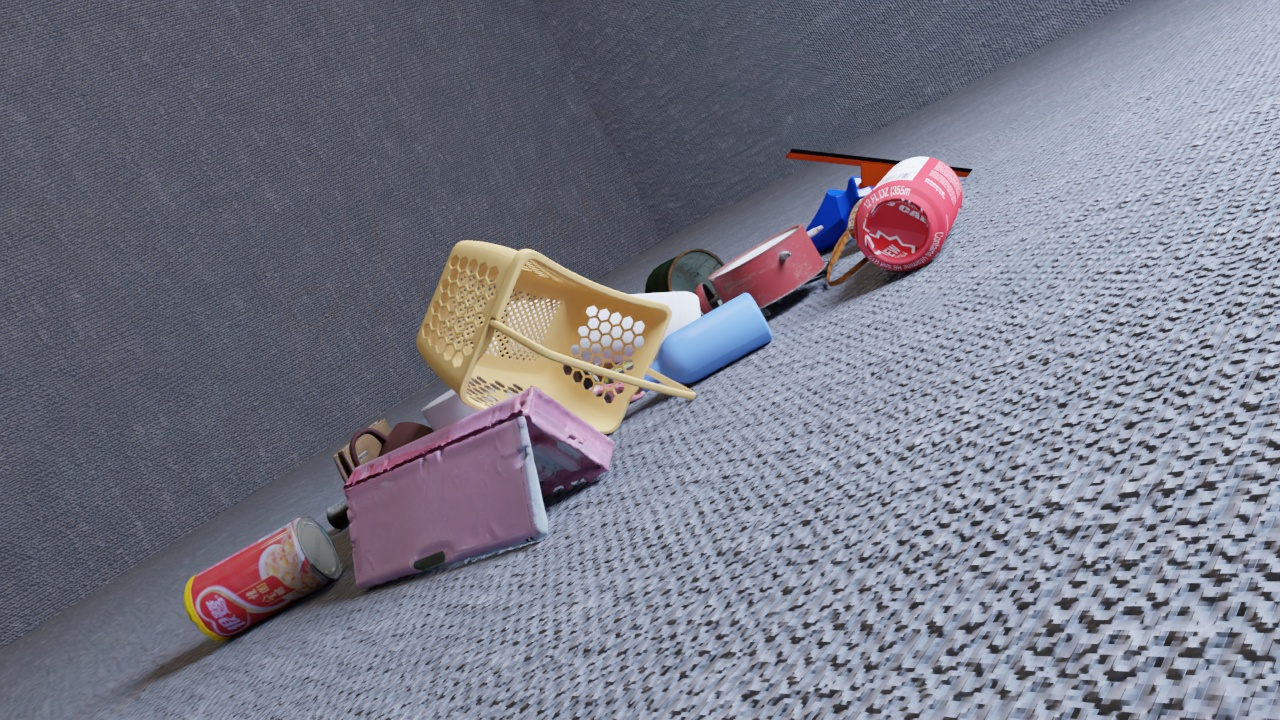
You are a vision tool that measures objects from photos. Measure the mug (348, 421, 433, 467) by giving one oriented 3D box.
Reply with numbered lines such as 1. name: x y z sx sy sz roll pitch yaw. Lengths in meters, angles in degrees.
1. mug: -0.225 0.110 0.856 0.087 0.114 0.088 -28 29 52

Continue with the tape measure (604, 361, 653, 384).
1. tape measure: -0.006 0.006 1.014 0.064 0.017 0.064 -24 10 33

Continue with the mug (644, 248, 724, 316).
1. mug: 0.069 -0.088 1.143 0.111 0.085 0.081 4 -7 -22

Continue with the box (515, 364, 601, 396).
1. box: -0.145 0.080 0.978 0.217 0.096 0.114 -29 36 12

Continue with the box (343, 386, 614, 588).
1. box: -0.138 0.113 0.692 0.233 0.099 0.106 -22 44 37

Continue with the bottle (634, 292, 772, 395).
1. bottle: 0.048 -0.008 0.804 0.131 0.048 0.048 -29 8 5

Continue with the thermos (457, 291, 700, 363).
1. thermos: -0.056 -0.024 0.896 0.230 0.069 0.101 -3 21 -1

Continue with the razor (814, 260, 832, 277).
1. razor: 0.158 -0.088 1.008 0.043 0.018 0.141 8 -11 -31

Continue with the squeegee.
1. squeegee: 0.235 -0.172 1.075 0.249 0.055 0.185 0 -21 -25

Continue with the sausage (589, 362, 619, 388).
1. sausage: -0.026 -0.010 1.105 0.155 0.040 0.040 -34 9 -27

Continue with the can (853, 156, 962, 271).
1. can: 0.236 -0.131 0.801 0.075 0.074 0.142 -24 10 32

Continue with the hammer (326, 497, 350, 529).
1. hammer: -0.240 0.094 1.095 0.326 0.036 0.140 -38 21 0

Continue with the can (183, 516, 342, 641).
1. can: -0.344 0.199 0.840 0.124 0.066 0.066 -29 8 3

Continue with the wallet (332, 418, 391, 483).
1. wallet: -0.272 0.121 0.958 0.027 0.099 0.121 -21 9 10

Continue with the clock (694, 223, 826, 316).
1. clock: 0.116 -0.078 0.939 0.157 0.062 0.109 -25 10 42

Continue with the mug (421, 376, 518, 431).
1. mug: -0.124 0.056 0.838 0.119 0.096 0.083 -36 10 -36

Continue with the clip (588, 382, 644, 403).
1. clip: -0.026 0.029 0.889 0.060 0.044 0.023 -41 5 32

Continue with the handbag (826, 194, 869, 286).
1. handbag: 0.240 -0.123 0.936 0.094 0.043 0.195 -17 24 45

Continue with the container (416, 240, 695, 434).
1. container: -0.061 -0.008 0.728 0.167 0.129 0.183 27 6 39
